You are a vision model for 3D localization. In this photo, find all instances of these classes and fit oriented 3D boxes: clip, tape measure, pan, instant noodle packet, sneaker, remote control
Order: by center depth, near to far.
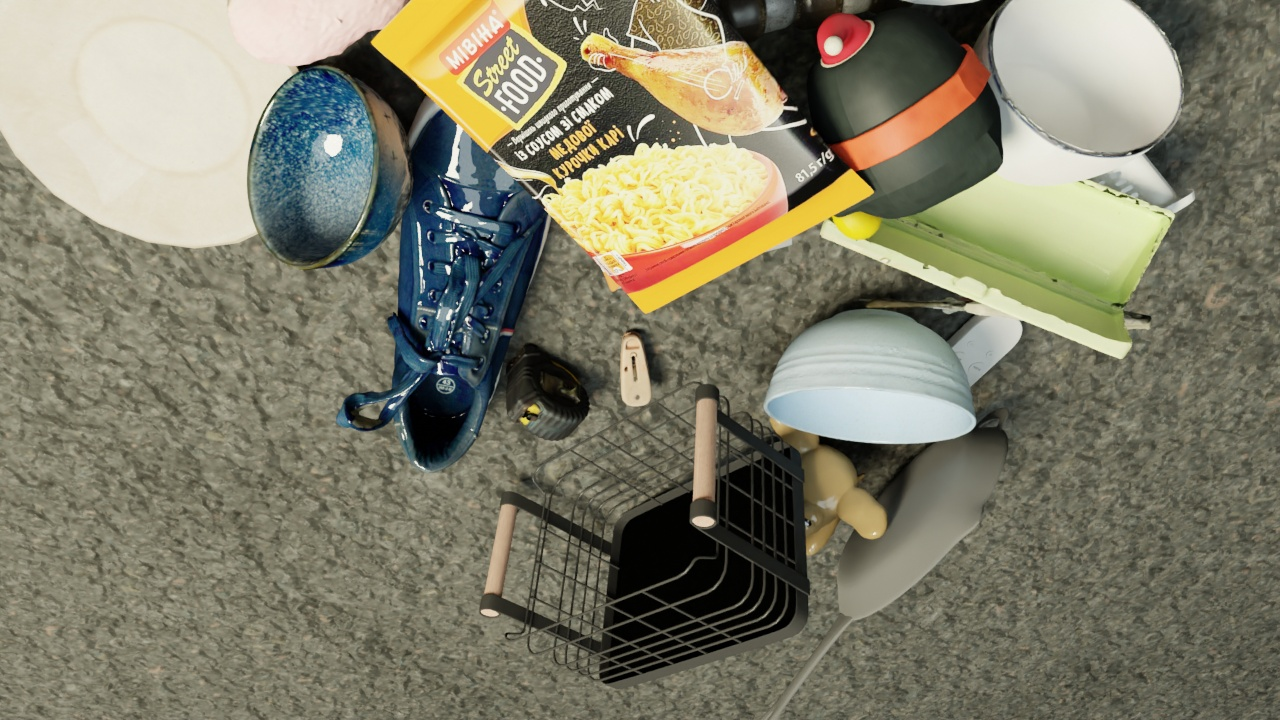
[{"bbox_3d":[-0.010,-0.126,0.476,0.160,0.032,0.221,-26,122,36],"label":"instant noodle packet"},{"bbox_3d":[-0.127,-0.038,0.610,0.120,0.127,0.295,8,126,-12],"label":"sneaker"},{"bbox_3d":[-0.070,0.029,0.703,0.062,0.067,0.038,29,122,-25],"label":"tape measure"},{"bbox_3d":[-0.004,0.003,0.721,0.024,0.041,0.061,-3,110,-2],"label":"clip"},{"bbox_3d":[0.178,0.170,0.729,0.024,0.217,0.354,39,81,3],"label":"pan"},{"bbox_3d":[0.251,0.010,0.743,0.043,0.013,0.137,24,124,-22],"label":"remote control"}]

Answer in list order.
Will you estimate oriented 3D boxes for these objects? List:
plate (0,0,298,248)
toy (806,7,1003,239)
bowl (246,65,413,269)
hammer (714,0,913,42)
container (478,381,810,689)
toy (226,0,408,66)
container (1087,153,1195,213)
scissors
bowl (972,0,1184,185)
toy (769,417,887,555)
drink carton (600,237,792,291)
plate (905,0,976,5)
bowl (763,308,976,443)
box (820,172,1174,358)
[{"bbox_3d":[-0.294,-0.155,0.562,0.188,0.027,0.189,-2,129,-2],"label":"plate"},{"bbox_3d":[0.135,-0.137,0.491,0.097,0.100,0.119,-44,109,-20],"label":"toy"},{"bbox_3d":[-0.171,-0.107,0.538,0.115,0.114,0.060,-41,157,26],"label":"bowl"},{"bbox_3d":[0.089,-0.207,0.521,0.326,0.079,0.177,-12,129,-1],"label":"hammer"},{"bbox_3d":[0.005,0.137,0.711,0.130,0.162,0.242,35,132,-30],"label":"container"},{"bbox_3d":[-0.182,-0.220,0.497,0.108,0.053,0.105,-26,118,-6],"label":"toy"},{"bbox_3d":[0.287,-0.097,0.615,0.129,0.080,0.049,-30,93,20],"label":"container"},{"bbox_3d":[0.261,-0.036,0.643,0.198,0.179,0.015,-2,99,-23],"label":"scissors"},{"bbox_3d":[0.239,-0.153,0.530,0.116,0.116,0.066,5,163,-8],"label":"bowl"},{"bbox_3d":[0.147,0.115,0.779,0.105,0.134,0.108,-36,154,-3],"label":"toy"},{"bbox_3d":[0.030,-0.096,0.606,0.125,0.076,0.048,-14,129,2],"label":"drink carton"},{"bbox_3d":[0.157,-0.289,0.457,0.208,0.015,0.209,-4,110,-10],"label":"plate"},{"bbox_3d":[0.170,0.008,0.682,0.150,0.074,0.151,7,163,2],"label":"bowl"},{"bbox_3d":[0.215,-0.077,0.569,0.188,0.130,0.064,24,152,12],"label":"box"}]
